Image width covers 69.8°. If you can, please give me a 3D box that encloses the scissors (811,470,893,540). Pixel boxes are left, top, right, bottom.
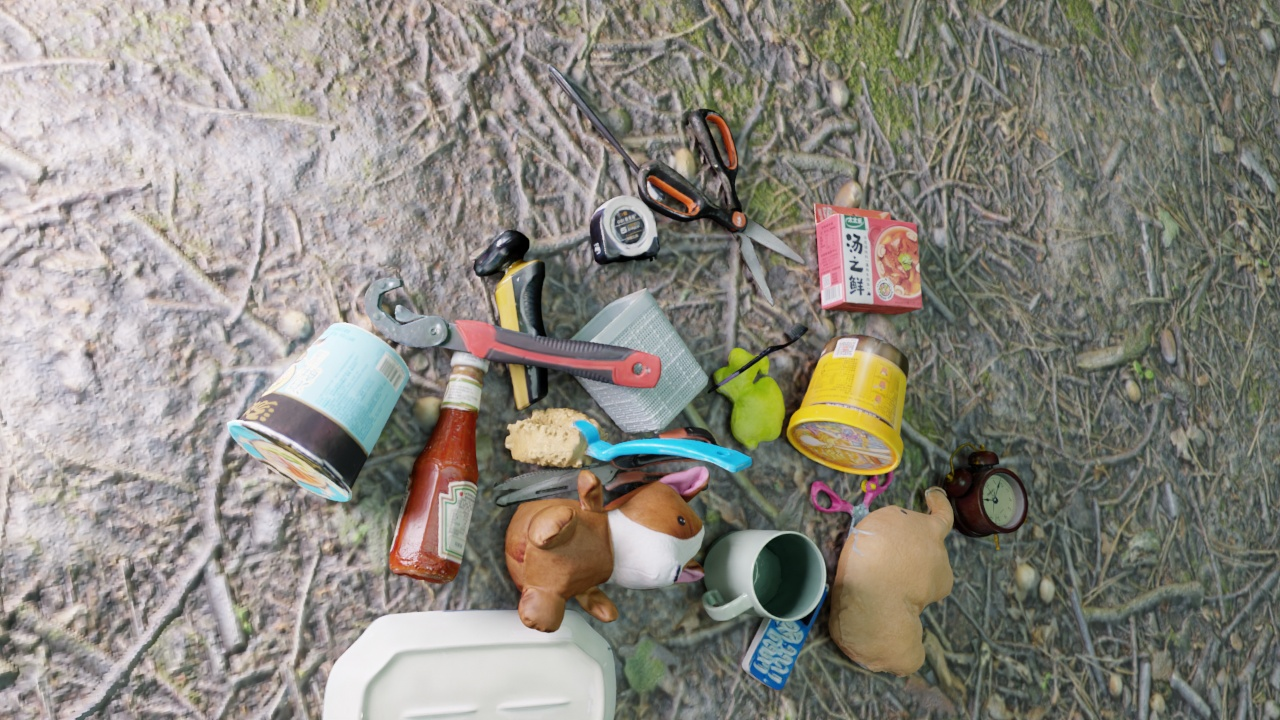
[{"bbox_3d":[0.240,0.162,1.012,0.134,0.017,0.133,30,74,-22],"label":"scissors"}]

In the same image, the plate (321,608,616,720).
[{"bbox_3d":[-0.138,0.302,0.802,0.265,0.034,0.162,6,79,-24],"label":"plate"}]

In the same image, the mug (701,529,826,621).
[{"bbox_3d":[0.105,0.214,0.889,0.111,0.106,0.082,-31,96,-26],"label":"mug"}]

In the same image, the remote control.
[{"bbox_3d":[0.149,0.273,0.945,0.049,0.024,0.124,37,69,-15],"label":"remote control"}]

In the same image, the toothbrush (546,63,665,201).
[{"bbox_3d":[-0.037,-0.232,0.947,0.018,0.016,0.181,-43,101,-15],"label":"toothbrush"}]

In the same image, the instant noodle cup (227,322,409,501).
[{"bbox_3d":[-0.256,0.037,0.759,0.111,0.111,0.120,36,60,-16],"label":"instant noodle cup"}]

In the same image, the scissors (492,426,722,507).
[{"bbox_3d":[-0.028,0.117,0.878,0.205,0.015,0.199,-38,130,10],"label":"scissors"}]

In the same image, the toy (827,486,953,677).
[{"bbox_3d":[0.277,0.221,0.985,0.143,0.083,0.225,39,68,-25],"label":"toy"}]

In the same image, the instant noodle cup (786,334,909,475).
[{"bbox_3d":[0.227,0.044,0.973,0.118,0.119,0.114,30,63,-18],"label":"instant noodle cup"}]

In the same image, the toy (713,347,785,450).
[{"bbox_3d":[0.119,0.040,0.966,0.100,0.031,0.096,44,65,-12],"label":"toy"}]

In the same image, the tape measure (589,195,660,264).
[{"bbox_3d":[-0.017,-0.132,0.930,0.065,0.034,0.066,-6,86,-27],"label":"tape measure"}]

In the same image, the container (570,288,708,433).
[{"bbox_3d":[-0.005,0.005,0.884,0.089,0.090,0.111,-45,104,-24],"label":"container"}]

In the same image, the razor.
[{"bbox_3d":[-0.116,-0.037,0.864,0.067,0.062,0.167,-8,90,4],"label":"razor"}]

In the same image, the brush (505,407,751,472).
[{"bbox_3d":[-0.016,0.073,0.790,0.083,0.255,0.046,-15,103,-48],"label":"brush"}]

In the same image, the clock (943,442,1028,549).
[{"bbox_3d":[0.394,0.152,1.062,0.081,0.055,0.122,-33,94,-25],"label":"clock"}]

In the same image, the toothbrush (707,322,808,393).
[{"bbox_3d":[0.124,-0.005,0.958,0.188,0.014,0.016,-29,80,-44],"label":"toothbrush"}]

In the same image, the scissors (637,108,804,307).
[{"bbox_3d":[0.092,-0.171,0.987,0.220,0.022,0.227,7,75,-31],"label":"scissors"}]

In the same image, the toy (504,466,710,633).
[{"bbox_3d":[-0.019,0.168,0.835,0.199,0.130,0.140,-3,110,-35],"label":"toy"}]

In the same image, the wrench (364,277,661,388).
[{"bbox_3d":[-0.115,-0.018,0.815,0.273,0.016,0.056,15,95,3],"label":"wrench"}]

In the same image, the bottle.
[{"bbox_3d":[-0.171,0.090,0.810,0.059,0.060,0.205,17,69,-22],"label":"bottle"}]

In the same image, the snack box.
[{"bbox_3d":[0.261,-0.120,1.050,0.113,0.044,0.127,1,81,-25],"label":"snack box"}]
